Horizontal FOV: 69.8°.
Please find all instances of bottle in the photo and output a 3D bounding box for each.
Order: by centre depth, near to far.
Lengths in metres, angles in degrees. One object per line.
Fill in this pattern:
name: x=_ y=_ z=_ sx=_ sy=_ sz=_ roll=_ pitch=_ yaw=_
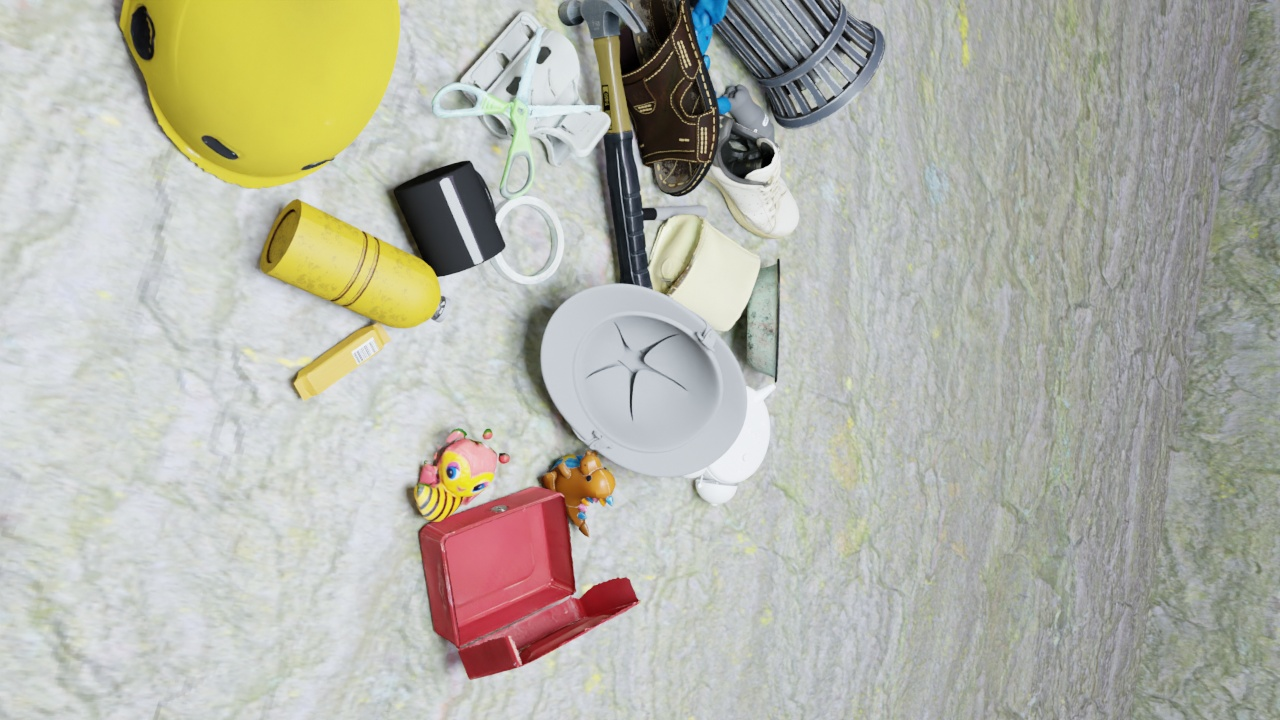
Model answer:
bottle: x=-0.245 y=-0.076 z=0.822 sx=0.163 sy=0.071 sz=0.071 roll=26 pitch=76 yaw=-38
bottle: x=0.146 y=-0.305 z=1.178 sx=0.110 sy=0.036 sz=0.036 roll=43 pitch=66 yaw=-35

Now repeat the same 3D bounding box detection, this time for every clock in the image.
clock: x=0.109 y=0.093 z=1.152 sx=0.125 sy=0.073 sz=0.160 roll=46 pitch=64 yaw=-34

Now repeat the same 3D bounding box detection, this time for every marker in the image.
marker: x=0.029 y=-0.176 z=1.098 sx=0.140 sy=0.016 sz=0.016 roll=-11 pitch=100 yaw=-41

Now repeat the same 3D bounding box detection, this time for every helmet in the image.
helmet: x=-0.282 y=-0.262 z=0.728 sx=0.208 sy=0.140 sz=0.240 roll=0 pitch=94 yaw=-42
helmet: x=-0.006 y=0.006 z=1.022 sx=0.183 sy=0.117 sz=0.271 roll=-44 pitch=119 yaw=5

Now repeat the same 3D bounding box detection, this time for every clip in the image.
clip: x=-0.103 y=-0.272 z=0.949 sx=0.142 sy=0.073 sz=0.124 roll=45 pitch=67 yaw=-23

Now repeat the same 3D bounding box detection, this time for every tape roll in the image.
tape roll: x=-0.121 y=-0.126 z=0.969 sx=0.092 sy=0.013 sz=0.093 roll=-4 pitch=97 yaw=-41

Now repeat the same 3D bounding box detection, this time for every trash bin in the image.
trash bin: x=0.162 y=-0.419 z=1.107 sx=0.227 sy=0.164 sz=0.164 roll=37 pitch=69 yaw=-34

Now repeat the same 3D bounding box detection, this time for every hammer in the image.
hammer: x=-0.022 y=-0.221 z=0.998 sx=0.025 sy=0.118 sz=0.333 roll=-22 pitch=113 yaw=-37

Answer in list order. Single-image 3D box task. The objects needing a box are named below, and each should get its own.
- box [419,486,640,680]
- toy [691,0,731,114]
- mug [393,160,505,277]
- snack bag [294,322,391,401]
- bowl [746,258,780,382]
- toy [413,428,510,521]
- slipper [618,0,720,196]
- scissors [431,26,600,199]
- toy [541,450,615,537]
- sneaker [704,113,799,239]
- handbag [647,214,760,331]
box: x=-0.126 y=0.214 z=0.928 sx=0.156 sy=0.154 sz=0.168 roll=-17 pitch=74 yaw=-42
toy: x=0.060 y=-0.358 z=1.067 sx=0.071 sy=0.113 sz=0.176 roll=-40 pitch=143 yaw=-18
mug: x=-0.175 y=-0.143 z=0.885 sx=0.088 sy=0.078 sz=0.113 roll=70 pitch=26 yaw=-21
snack bag: x=-0.272 y=0.000 z=0.838 sx=0.099 sy=0.020 sz=0.026 roll=-42 pitch=127 yaw=-31
bowl: x=0.156 y=-0.051 z=1.164 sx=0.157 sy=0.038 sz=0.157 roll=3 pitch=89 yaw=-83
toy: x=-0.181 y=0.115 z=0.913 sx=0.103 sy=0.046 sz=0.084 roll=-44 pitch=143 yaw=-19
slipper: x=0.018 y=-0.311 z=1.015 sx=0.075 sy=0.113 sz=0.268 roll=-26 pitch=115 yaw=-37
scissors: x=-0.121 y=-0.244 z=0.895 sx=0.173 sy=0.022 sz=0.171 roll=11 pitch=89 yaw=-21
toy: x=-0.057 y=0.148 z=0.996 sx=0.070 sy=0.090 sz=0.103 roll=-23 pitch=104 yaw=-36
sneaker: x=0.143 y=-0.233 z=1.137 sx=0.241 sy=0.102 sz=0.088 roll=31 pitch=73 yaw=-40
handbag: x=0.071 y=-0.105 z=1.103 sx=0.119 sy=0.081 sz=0.111 roll=24 pitch=84 yaw=-42
